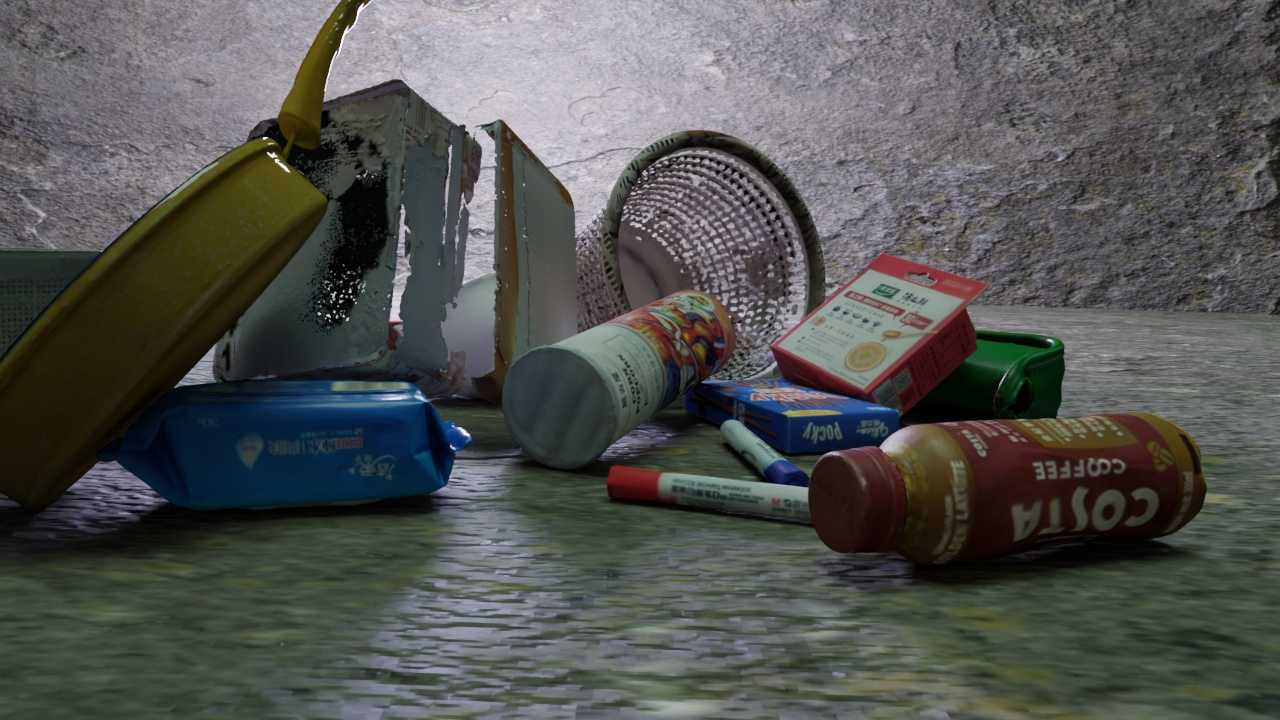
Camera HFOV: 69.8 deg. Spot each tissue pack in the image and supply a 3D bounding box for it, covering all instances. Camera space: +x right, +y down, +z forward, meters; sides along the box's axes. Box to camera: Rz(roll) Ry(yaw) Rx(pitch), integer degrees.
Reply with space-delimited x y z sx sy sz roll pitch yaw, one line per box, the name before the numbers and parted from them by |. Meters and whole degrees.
tissue pack | -0.165 0.039 0.444 0.157 0.052 0.095 0 5 -16

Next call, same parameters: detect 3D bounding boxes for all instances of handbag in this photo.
handbag | 0.254 0.018 0.717 0.131 0.068 0.120 10 19 42

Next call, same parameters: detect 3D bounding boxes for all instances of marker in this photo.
marker | 0.068 0.054 0.532 0.017 0.017 0.146 1 7 -8
marker | 0.054 0.065 0.435 0.145 0.017 0.017 4 7 19

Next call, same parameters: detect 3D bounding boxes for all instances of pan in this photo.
pan | -0.199 -0.088 0.458 0.078 0.356 0.198 43 -30 -16

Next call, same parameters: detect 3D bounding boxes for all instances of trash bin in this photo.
trash bin | 0.021 -0.069 0.834 0.227 0.227 0.193 -3 -6 -32

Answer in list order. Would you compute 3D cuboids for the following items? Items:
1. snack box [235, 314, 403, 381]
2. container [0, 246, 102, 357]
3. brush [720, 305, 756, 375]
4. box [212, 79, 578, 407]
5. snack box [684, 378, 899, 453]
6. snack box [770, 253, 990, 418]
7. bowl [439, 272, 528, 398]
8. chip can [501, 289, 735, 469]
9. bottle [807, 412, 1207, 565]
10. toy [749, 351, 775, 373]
snack box | -0.268 -0.014 0.847 0.207 0.057 0.058 -1 10 -22
container | -0.346 -0.003 0.489 0.090 0.114 0.090 6 8 29
brush | 0.081 -0.023 0.962 0.063 0.069 0.146 0 7 -10
box | -0.137 -0.052 0.598 0.157 0.183 0.192 -6 -18 22
snack box | 0.101 0.036 0.651 0.084 0.026 0.157 -1 7 -22
snack box | 0.183 -0.017 0.695 0.127 0.044 0.113 -39 32 -12
bowl | -0.116 -0.006 0.729 0.118 0.119 0.064 -7 51 -52
chip can | -0.004 0.003 0.597 0.071 0.071 0.214 5 14 23
bottle | 0.154 0.053 0.386 0.174 0.057 0.057 -1 8 -23
toy | 0.171 -0.009 0.932 0.108 0.039 0.084 -22 18 -17
